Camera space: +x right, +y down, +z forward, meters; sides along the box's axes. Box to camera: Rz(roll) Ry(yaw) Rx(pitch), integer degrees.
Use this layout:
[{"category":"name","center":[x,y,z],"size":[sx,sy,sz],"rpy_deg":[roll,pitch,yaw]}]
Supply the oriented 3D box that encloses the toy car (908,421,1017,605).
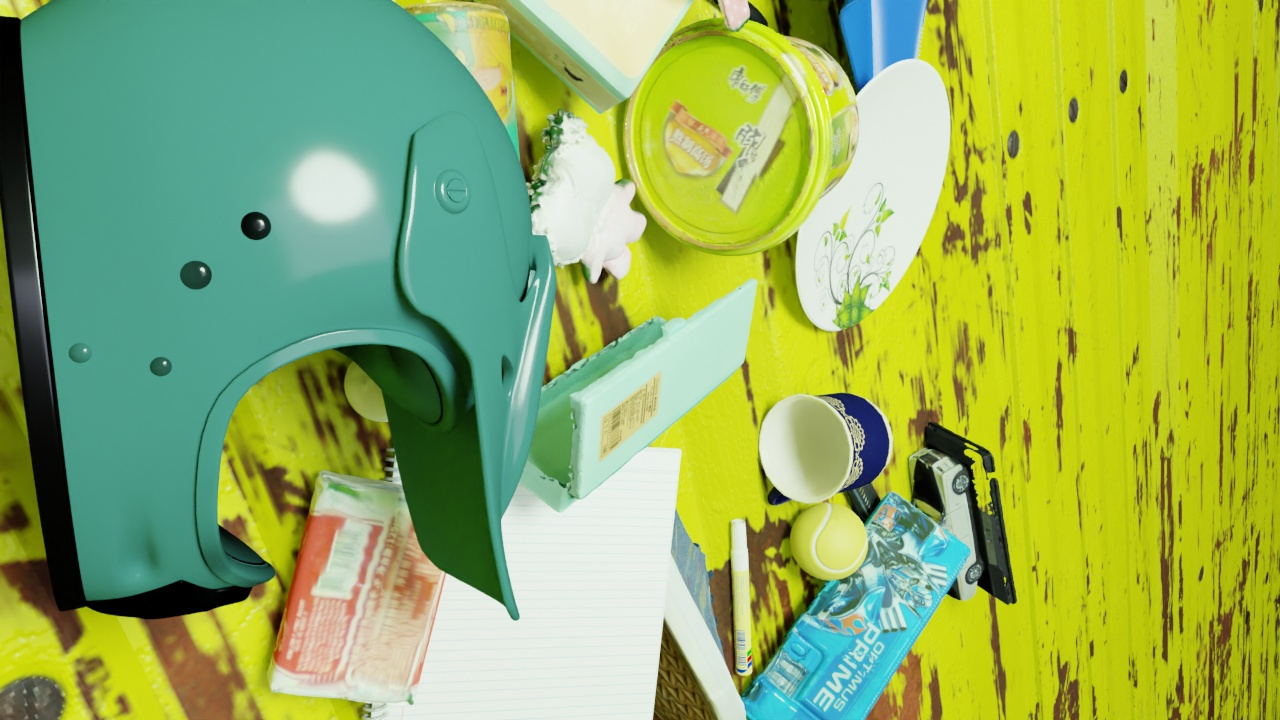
[{"category":"toy car","center":[0.317,0.169,0.937],"size":[0.071,0.094,0.192],"rpy_deg":[-24,115,-17]}]

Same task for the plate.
[{"category":"plate","center":[0.188,-0.137,0.772],"size":[0.228,0.030,0.230],"rpy_deg":[-29,133,-37]}]

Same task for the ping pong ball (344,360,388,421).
[{"category":"ping pong ball","center":[-0.137,0.013,0.488],"size":[0.040,0.040,0.040],"rpy_deg":[-8,102,-43]}]

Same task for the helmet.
[{"category":"helmet","center":[-0.133,-0.019,0.379],"size":[0.199,0.177,0.275],"rpy_deg":[-6,94,-30]}]

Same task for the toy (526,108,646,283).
[{"category":"toy","center":[-0.037,-0.092,0.571],"size":[0.109,0.041,0.095],"rpy_deg":[32,75,-49]}]

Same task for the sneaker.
[{"category":"sneaker","center":[0.028,0.177,0.649],"size":[0.079,0.088,0.235],"rpy_deg":[-43,121,-38]}]

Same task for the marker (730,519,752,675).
[{"category":"marker","center":[0.082,0.194,0.749],"size":[0.014,0.014,0.132],"rpy_deg":[-15,106,-42]}]

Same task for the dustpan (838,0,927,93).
[{"category":"dustpan","center":[0.193,-0.344,0.701],"size":[0.245,0.060,0.257],"rpy_deg":[12,78,-71]}]

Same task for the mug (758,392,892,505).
[{"category":"mug","center":[0.153,0.078,0.762],"size":[0.089,0.085,0.112],"rpy_deg":[-3,134,-46]}]

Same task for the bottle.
[{"category":"bottle","center":[-0.097,-0.078,0.494],"size":[0.068,0.068,0.210],"rpy_deg":[-14,106,-42]}]

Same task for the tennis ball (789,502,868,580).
[{"category":"tennis ball","center":[0.160,0.154,0.783],"size":[0.065,0.065,0.065],"rpy_deg":[-8,102,-43]}]

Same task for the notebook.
[{"category":"notebook","center":[-0.071,0.170,0.548],"size":[0.177,0.013,0.245],"rpy_deg":[5,93,-20]}]

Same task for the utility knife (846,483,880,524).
[{"category":"utility knife","center":[0.213,0.133,0.863],"size":[0.028,0.020,0.172],"rpy_deg":[-51,129,-26]}]

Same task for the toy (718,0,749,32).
[{"category":"toy","center":[0.046,-0.245,0.512],"size":[0.087,0.050,0.112],"rpy_deg":[-38,113,-25]}]

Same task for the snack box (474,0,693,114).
[{"category":"snack box","center":[-0.019,-0.263,0.525],"size":[0.141,0.044,0.193],"rpy_deg":[38,72,-22]}]

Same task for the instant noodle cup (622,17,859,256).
[{"category":"instant noodle cup","center":[0.072,-0.148,0.602],"size":[0.097,0.146,0.146],"rpy_deg":[-29,116,-50]}]

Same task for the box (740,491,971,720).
[{"category":"box","center":[0.186,0.249,0.829],"size":[0.242,0.094,0.115],"rpy_deg":[-47,166,-22]}]

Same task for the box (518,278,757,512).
[{"category":"box","center":[-0.002,0.002,0.547],"size":[0.187,0.077,0.093],"rpy_deg":[-33,153,-47]}]

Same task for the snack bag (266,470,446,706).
[{"category":"snack bag","center":[-0.145,0.120,0.486],"size":[0.077,0.036,0.116],"rpy_deg":[14,87,-23]}]

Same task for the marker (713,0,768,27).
[{"category":"marker","center":[0.050,-0.265,0.642],"size":[0.133,0.018,0.015],"rpy_deg":[18,64,-44]}]
